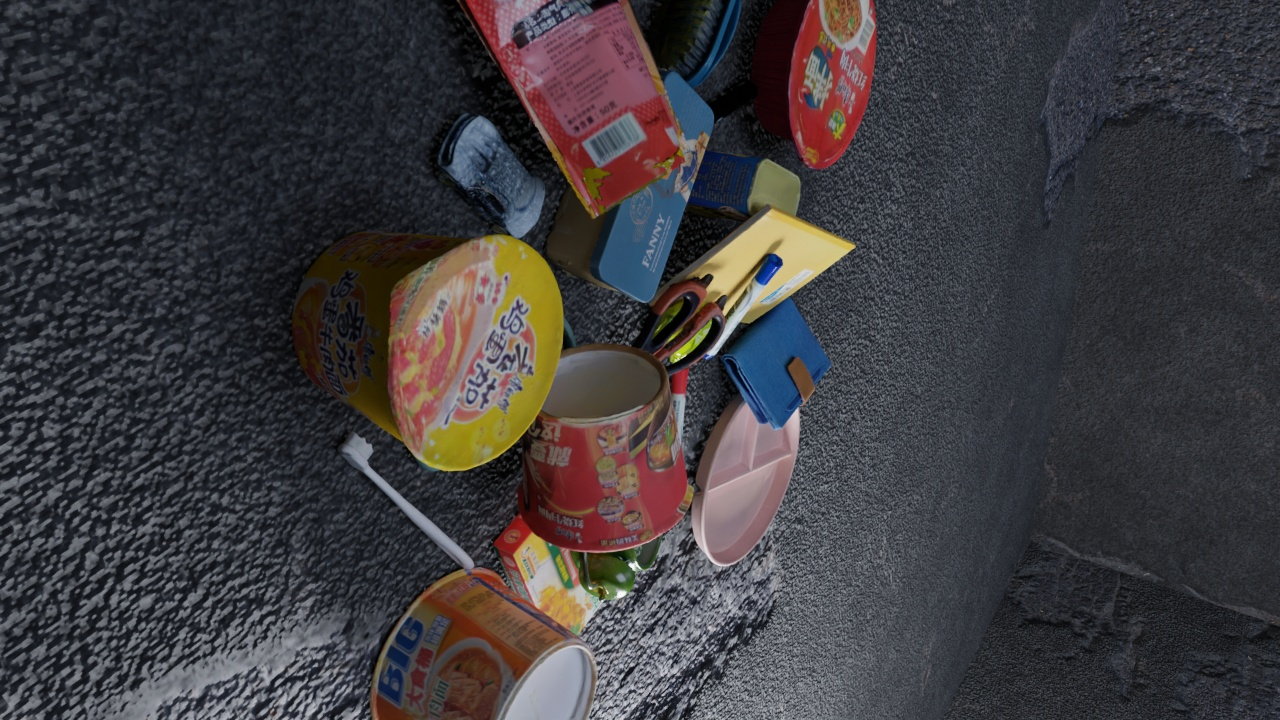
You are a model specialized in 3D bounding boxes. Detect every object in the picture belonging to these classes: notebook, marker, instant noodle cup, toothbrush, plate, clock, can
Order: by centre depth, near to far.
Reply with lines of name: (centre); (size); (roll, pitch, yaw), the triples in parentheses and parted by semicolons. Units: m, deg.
instant noodle cup: (-0.130, -0.016, 0.550); (0.137, 0.110, 0.138); (-31, 129, -46)
toothbrush: (-0.160, 0.105, 0.651); (0.016, 0.016, 0.180); (-61, 146, -28)
instant noodle cup: (-0.032, 0.059, 0.691); (0.137, 0.138, 0.109); (-38, 134, -42)
instant noodle cup: (-0.111, 0.249, 0.701); (0.151, 0.111, 0.151); (-30, 128, -47)
clock: (-0.023, 0.136, 0.791); (0.160, 0.056, 0.116); (-47, 135, -64)
marker: (0.067, -0.227, 0.832); (0.131, 0.020, 0.022); (-41, 119, -40)
can: (0.088, -0.156, 0.837); (0.102, 0.083, 0.057); (5, 100, -57)
notebook: (0.113, -0.085, 0.889); (0.146, 0.010, 0.206); (-37, 158, 26)
marker: (0.096, -0.049, 0.893); (0.016, 0.017, 0.146); (-36, 165, -44)
instant noodle cup: (0.167, -0.291, 0.910); (0.193, 0.066, 0.194); (-31, 130, -46)
marker: (0.034, 0.074, 0.927); (0.017, 0.017, 0.145); (-22, 122, -51)
plate: (0.124, 0.128, 1.077); (0.228, 0.028, 0.230); (-31, 129, -48)

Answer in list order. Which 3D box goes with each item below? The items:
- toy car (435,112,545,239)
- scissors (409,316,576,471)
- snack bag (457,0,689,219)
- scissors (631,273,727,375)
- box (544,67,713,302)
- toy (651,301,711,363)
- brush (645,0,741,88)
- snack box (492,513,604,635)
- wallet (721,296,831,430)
toy car: (-0.097, -0.122, 0.624); (0.049, 0.031, 0.105); (-64, 147, -12)
scissors: (-0.105, 0.011, 0.687); (0.170, 0.019, 0.174); (35, 74, -55)
snack bag: (-0.045, -0.206, 0.601); (0.128, 0.073, 0.208); (-42, 112, -30)
scissors: (-0.010, -0.002, 0.784); (0.208, 0.015, 0.182); (-1, 112, -42)
box: (-0.009, -0.133, 0.722); (0.089, 0.064, 0.184); (19, 87, -57)
toy: (0.041, -0.028, 0.867); (0.096, 0.031, 0.100); (-42, 155, -9)
brush: (0.052, -0.285, 0.748); (0.073, 0.055, 0.144); (24, 84, -57)
snack box: (-0.077, 0.186, 0.803); (0.076, 0.027, 0.156); (-49, 141, -35)
wallet: (0.154, 0.002, 1.021); (0.132, 0.040, 0.106); (-44, 106, -39)
